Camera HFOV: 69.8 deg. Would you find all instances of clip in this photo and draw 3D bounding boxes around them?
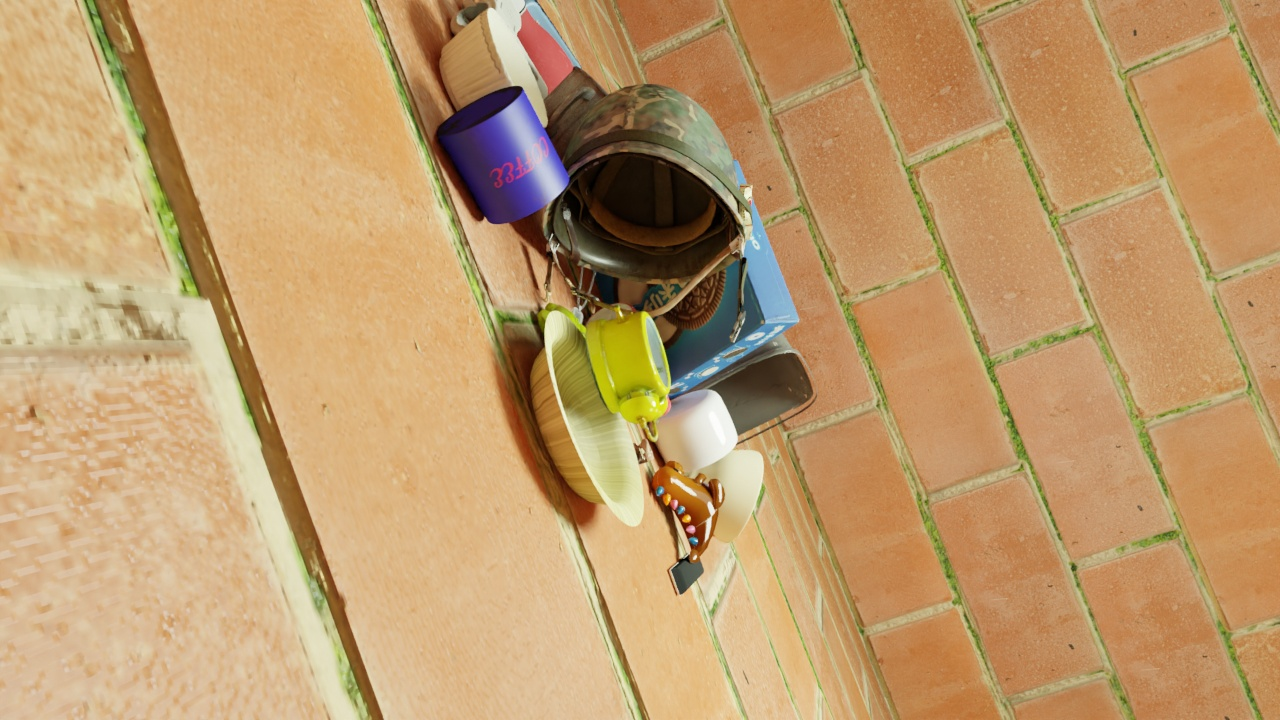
[{"bbox_3d":[-0.142,-0.331,0.964,0.125,0.089,0.150,58,25,-54],"label":"clip"},{"bbox_3d":[0.003,0.095,0.950,0.061,0.049,0.026,-18,85,-52],"label":"clip"}]

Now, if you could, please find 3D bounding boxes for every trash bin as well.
[{"bbox_3d":[0.111,-0.022,1.319,0.197,0.197,0.220,51,14,-57],"label":"trash bin"}]

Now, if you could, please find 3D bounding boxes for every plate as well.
[{"bbox_3d":[-0.051,0.052,0.746,0.184,0.036,0.184,-21,89,-80],"label":"plate"}]

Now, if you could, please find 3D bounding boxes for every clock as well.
[{"bbox_3d":[-0.008,0.013,0.786,0.083,0.057,0.119,3,72,-79],"label":"clock"}]

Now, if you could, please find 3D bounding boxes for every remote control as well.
[{"bbox_3d":[0.051,0.225,0.977,0.124,0.012,0.028,15,54,-77],"label":"remote control"}]

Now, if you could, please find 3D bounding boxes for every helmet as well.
[{"bbox_3d":[0.008,-0.131,0.869,0.224,0.193,0.235,74,19,-51],"label":"helmet"}]

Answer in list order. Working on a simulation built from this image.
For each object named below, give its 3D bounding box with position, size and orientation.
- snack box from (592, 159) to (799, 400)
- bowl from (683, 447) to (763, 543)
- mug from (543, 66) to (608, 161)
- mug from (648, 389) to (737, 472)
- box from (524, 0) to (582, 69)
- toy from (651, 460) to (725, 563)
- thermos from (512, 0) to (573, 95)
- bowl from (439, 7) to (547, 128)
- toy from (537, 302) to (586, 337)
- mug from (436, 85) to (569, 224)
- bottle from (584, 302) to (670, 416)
[{"bbox_3d":[0.050,-0.082,1.034,0.056,0.240,0.195,-7,71,-39],"label":"snack box"},{"bbox_3d":[0.088,0.152,1.108,0.074,0.118,0.117,22,24,-9],"label":"bowl"},{"bbox_3d":[-0.074,-0.236,0.938,0.096,0.110,0.123,40,2,8],"label":"mug"},{"bbox_3d":[0.064,0.078,1.096,0.068,0.094,0.115,65,19,-12],"label":"mug"},{"bbox_3d":[-0.124,-0.390,1.176,0.209,0.067,0.052,33,44,-72],"label":"box"},{"bbox_3d":[0.045,0.163,0.993,0.090,0.071,0.102,42,38,-29],"label":"toy"},{"bbox_3d":[-0.116,-0.343,1.103,0.073,0.073,0.240,-100,164,-46],"label":"thermos"},{"bbox_3d":[-0.139,-0.257,0.847,0.115,0.062,0.115,-21,90,-79],"label":"bowl"},{"bbox_3d":[-0.060,-0.013,0.841,0.093,0.036,0.094,61,14,-7],"label":"toy"},{"bbox_3d":[-0.120,-0.175,0.773,0.111,0.079,0.083,34,-24,56],"label":"mug"},{"bbox_3d":[-0.006,0.006,0.995,0.061,0.062,0.137,-96,162,-54],"label":"bottle"}]
